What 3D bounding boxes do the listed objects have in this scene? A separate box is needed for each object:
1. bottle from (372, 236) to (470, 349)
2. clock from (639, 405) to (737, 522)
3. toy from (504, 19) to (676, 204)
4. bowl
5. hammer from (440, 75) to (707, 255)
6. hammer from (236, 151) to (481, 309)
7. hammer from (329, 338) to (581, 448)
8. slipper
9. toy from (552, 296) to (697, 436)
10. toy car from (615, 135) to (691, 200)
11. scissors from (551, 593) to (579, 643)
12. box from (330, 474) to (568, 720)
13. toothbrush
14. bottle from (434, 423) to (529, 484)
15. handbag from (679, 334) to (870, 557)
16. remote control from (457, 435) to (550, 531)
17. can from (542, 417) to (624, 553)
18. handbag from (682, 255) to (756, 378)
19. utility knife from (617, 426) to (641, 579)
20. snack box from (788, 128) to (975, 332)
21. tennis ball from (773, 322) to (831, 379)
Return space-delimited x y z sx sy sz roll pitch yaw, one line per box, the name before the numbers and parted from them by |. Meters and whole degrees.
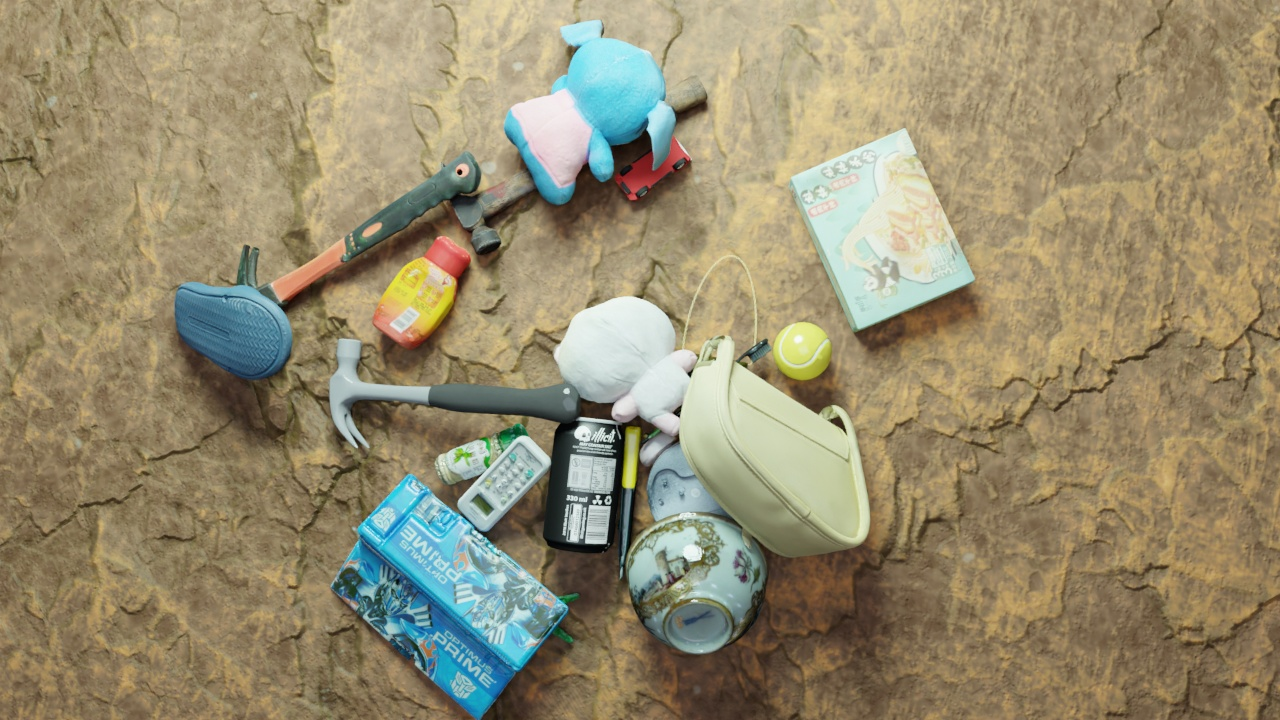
bottle | -0.253 -0.082 1.075 0.071 0.048 0.134 35 88 5
clock | 0.061 0.129 1.037 0.117 0.059 0.158 -17 85 1
toy | -0.066 -0.288 1.039 0.191 0.099 0.224 -35 72 10
bowl | 0.060 0.253 0.977 0.160 0.093 0.160 1 117 3
hammer | -0.076 -0.254 1.089 0.330 0.033 0.120 -29 84 0
hammer | -0.330 -0.141 1.081 0.333 0.033 0.133 -30 82 6
hammer | -0.216 0.045 1.042 0.311 0.029 0.125 3 86 17
slipper | -0.464 -0.038 1.053 0.214 0.059 0.104 13 107 34
toy | -0.006 0.006 1.024 0.138 0.101 0.179 -42 77 -15
toy car | 0.016 -0.227 1.084 0.089 0.025 0.038 -36 85 1
scissors | -0.132 0.283 1.061 0.127 0.011 0.123 -20 85 2
box | -0.226 0.269 1.036 0.243 0.060 0.175 38 90 10
toothbrush | 0.075 0.037 1.035 0.188 0.014 0.017 -39 90 -8
bottle | -0.181 0.109 1.062 0.110 0.042 0.042 -20 85 3
handbag | 0.140 0.098 0.982 0.232 0.089 0.190 32 51 -23
remote control | -0.155 0.140 1.043 0.050 0.022 0.134 45 116 1
can | -0.063 0.138 1.032 0.080 0.080 0.146 6 86 3
handbag | 0.094 -0.034 1.065 0.084 0.027 0.178 10 85 2
utility knife | -0.015 0.163 1.054 0.020 0.029 0.174 4 85 7
snack box | 0.274 -0.148 1.054 0.141 0.044 0.193 -23 85 3
tennis ball | 0.183 -0.010 1.038 0.065 0.065 0.065 0 85 3
